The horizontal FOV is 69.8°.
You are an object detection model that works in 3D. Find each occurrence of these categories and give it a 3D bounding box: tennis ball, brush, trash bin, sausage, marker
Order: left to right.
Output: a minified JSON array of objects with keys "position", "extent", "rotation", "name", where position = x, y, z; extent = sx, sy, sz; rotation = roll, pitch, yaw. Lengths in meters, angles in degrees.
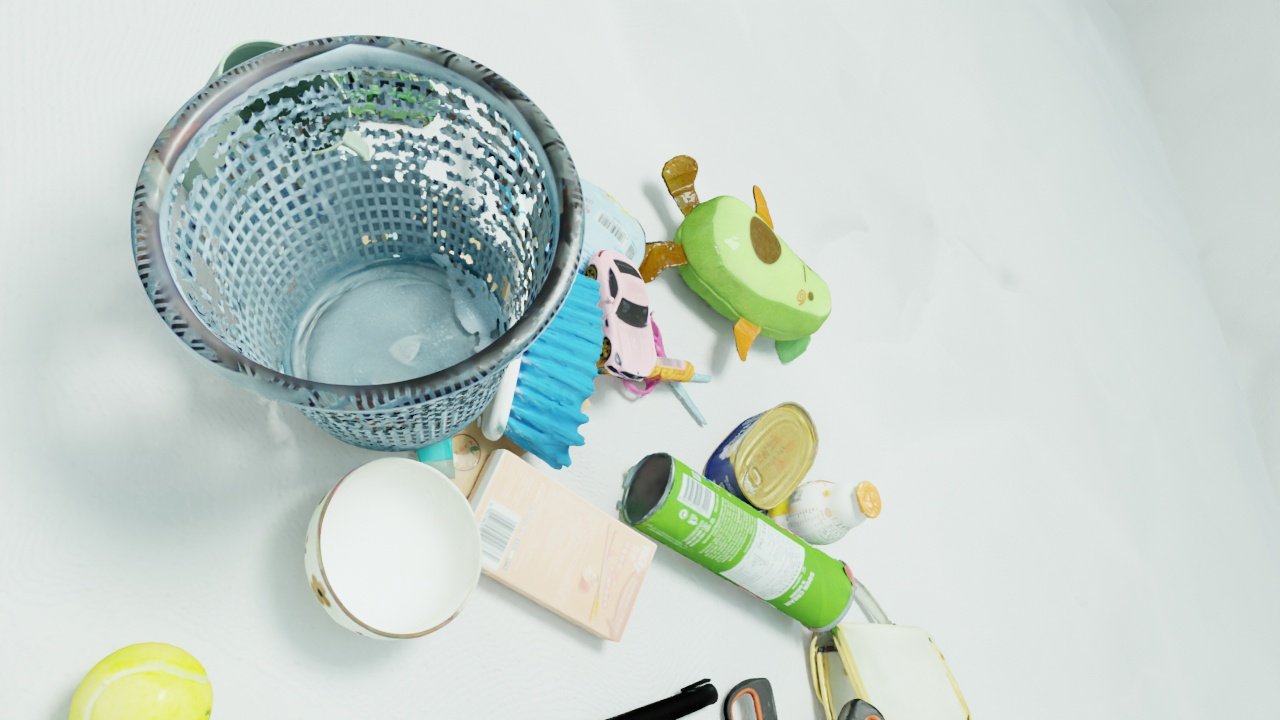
[{"position":[-0.256,0.179,0.472],"extent":[0.065,0.066,0.065],"rotation":[21,56,-36],"name":"tennis ball"},{"position":[-0.156,-0.042,0.557],"extent":[0.226,0.195,0.226],"rotation":[4,66,-9],"name":"trash bin"},{"position":[-0.081,-0.076,0.726],"extent":[0.109,0.061,0.313],"rotation":[17,64,-21],"name":"brush"},{"position":[-0.005,0.005,0.806],"extent":[0.165,0.022,0.021],"rotation":[7,65,-46],"name":"sausage"},{"position":[0.013,0.275,0.716],"extent":[0.131,0.020,0.022],"rotation":[-1,87,-45],"name":"marker"}]

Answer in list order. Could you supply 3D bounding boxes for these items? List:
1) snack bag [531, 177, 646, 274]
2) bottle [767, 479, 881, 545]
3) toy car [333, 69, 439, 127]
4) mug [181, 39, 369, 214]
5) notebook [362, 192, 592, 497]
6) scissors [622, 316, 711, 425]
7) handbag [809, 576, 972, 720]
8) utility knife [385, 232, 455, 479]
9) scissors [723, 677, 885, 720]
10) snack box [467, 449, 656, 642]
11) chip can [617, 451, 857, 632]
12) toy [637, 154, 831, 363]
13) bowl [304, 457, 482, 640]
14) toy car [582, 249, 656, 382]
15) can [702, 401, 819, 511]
[{"position":[-0.062,-0.068,0.804],"extent":[0.110,0.039,0.190],"rotation":[47,52,-27],"name":"snack bag"},{"position":[0.176,0.144,0.876],"extent":[0.063,0.109,0.063],"rotation":[21,58,-37],"name":"bottle"},{"position":[-0.204,-0.219,0.750],"extent":[0.091,0.036,0.043],"rotation":[-7,74,-50],"name":"toy car"},{"position":[-0.244,-0.144,0.618],"extent":[0.111,0.107,0.082],"rotation":[15,59,-38],"name":"mug"},{"position":[-0.143,-0.016,0.703],"extent":[0.147,0.008,0.207],"rotation":[-36,96,-35],"name":"notebook"},{"position":[0.024,0.004,0.872],"extent":[0.133,0.017,0.128],"rotation":[7,62,-47],"name":"scissors"},{"position":[0.228,0.291,0.900],"extent":[0.163,0.063,0.178],"rotation":[15,45,-39],"name":"handbag"},{"position":[-0.164,-0.015,0.674],"extent":[0.029,0.013,0.209],"rotation":[-6,81,-32],"name":"utility knife"},{"position":[0.126,0.366,0.753],"extent":[0.220,0.022,0.222],"rotation":[-37,77,-22],"name":"scissors"},{"position":[-0.064,0.142,0.693],"extent":[0.157,0.026,0.084],"rotation":[37,61,-26],"name":"snack box"},{"position":[0.089,0.162,0.809],"extent":[0.236,0.072,0.072],"rotation":[34,49,-27],"name":"chip can"},{"position":[0.106,-0.098,0.948],"extent":[0.246,0.090,0.226],"rotation":[29,58,-27],"name":"toy"},{"position":[-0.166,0.124,0.590],"extent":[0.113,0.062,0.113],"rotation":[22,55,-37],"name":"bowl"},{"position":[-0.014,-0.040,0.779],"extent":[0.056,0.037,0.122],"rotation":[13,55,-42],"name":"toy car"},{"position":[0.118,0.095,0.889],"extent":[0.074,0.049,0.147],"rotation":[57,43,-6],"name":"can"}]
